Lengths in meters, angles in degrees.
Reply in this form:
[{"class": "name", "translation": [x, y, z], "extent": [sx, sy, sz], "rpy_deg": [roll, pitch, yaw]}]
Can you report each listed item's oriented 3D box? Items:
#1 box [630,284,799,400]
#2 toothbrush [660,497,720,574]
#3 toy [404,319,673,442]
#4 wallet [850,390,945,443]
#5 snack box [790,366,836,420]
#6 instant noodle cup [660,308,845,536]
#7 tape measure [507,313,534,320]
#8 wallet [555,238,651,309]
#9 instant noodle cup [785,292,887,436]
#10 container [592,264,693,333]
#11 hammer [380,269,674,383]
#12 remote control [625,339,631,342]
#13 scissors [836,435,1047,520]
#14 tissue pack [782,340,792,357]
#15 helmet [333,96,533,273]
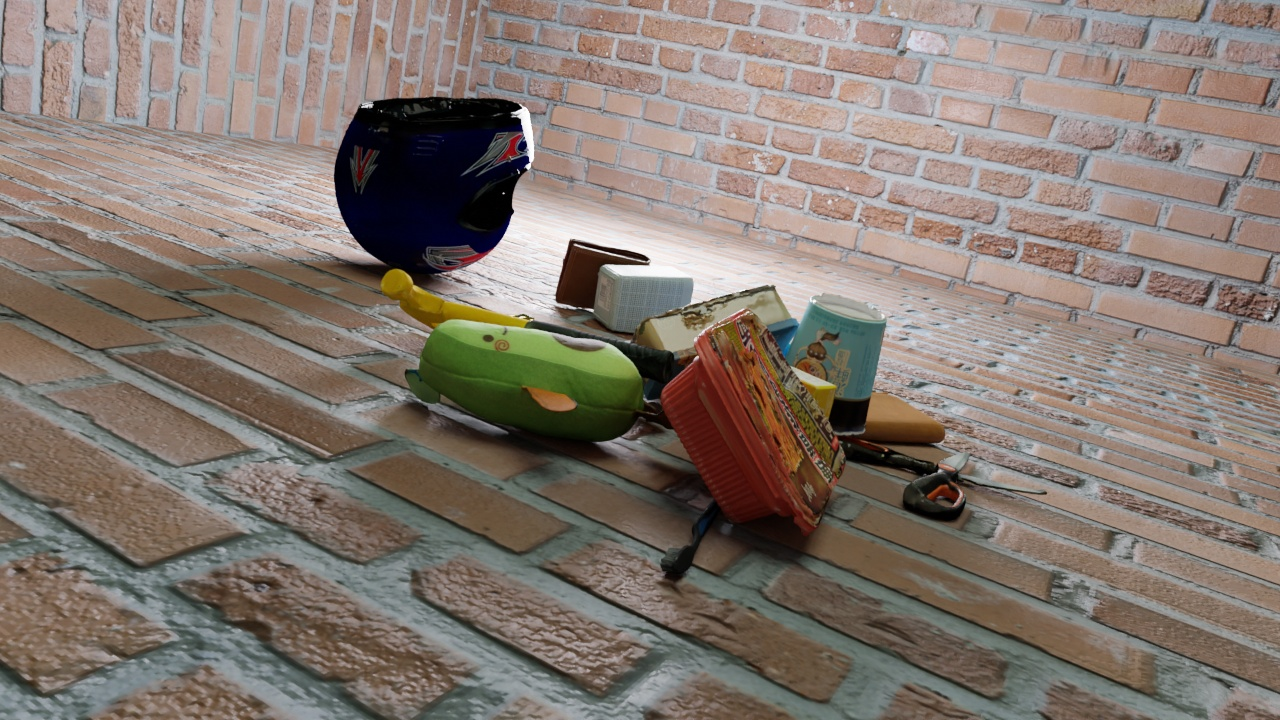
[{"class": "box", "translation": [0.080, -0.021, 0.964], "extent": [0.184, 0.090, 0.061], "rpy_deg": [-15, 66, -19]}, {"class": "toothbrush", "translation": [0.045, 0.117, 0.666], "extent": [0.016, 0.014, 0.189], "rpy_deg": [-9, 7, 18]}, {"class": "toy", "translation": [-0.075, 0.020, 0.789], "extent": [0.246, 0.090, 0.227], "rpy_deg": [13, 4, -14]}, {"class": "wallet", "translation": [0.258, 0.061, 1.030], "extent": [0.131, 0.031, 0.108], "rpy_deg": [5, 19, -28]}, {"class": "snack box", "translation": [0.114, 0.042, 0.864], "extent": [0.033, 0.087, 0.140], "rpy_deg": [-2, 19, -42]}, {"class": "instant noodle cup", "translation": [0.086, 0.050, 0.716], "extent": [0.079, 0.164, 0.188], "rpy_deg": [-30, -2, 20]}, {"class": "tape measure", "translation": [-0.142, -0.040, 1.092], "extent": [0.060, 0.029, 0.057], "rpy_deg": [22, 18, 35]}, {"class": "wallet", "translation": [-0.055, -0.117, 1.327], "extent": [0.124, 0.101, 0.032], "rpy_deg": [10, 34, -16]}, {"class": "instant noodle cup", "translation": [0.193, 0.000, 0.931], "extent": [0.111, 0.121, 0.111], "rpy_deg": [11, 19, -4]}, {"class": "container", "translation": [0.001, -0.084, 1.271], "extent": [0.111, 0.090, 0.090], "rpy_deg": [2, 17, -24]}, {"class": "hammer", "translation": [-0.109, -0.027, 0.920], "extent": [0.301, 0.032, 0.129], "rpy_deg": [14, -15, 20]}, {"class": "remote control", "translation": [0.040, 0.001, 1.105], "extent": [0.136, 0.020, 0.055], "rpy_deg": [18, 16, 23]}, {"class": "scissors", "translation": [0.281, 0.106, 0.889], "extent": [0.235, 0.022, 0.220], "rpy_deg": [14, 14, 12]}, {"class": "tissue pack", "translation": [0.162, -0.007, 1.138], "extent": [0.157, 0.052, 0.095], "rpy_deg": [16, 7, -13]}, {"class": "helmet", "translation": [-0.293, -0.254, 1.346], "extent": [0.247, 0.241, 0.314], "rpy_deg": [19, 27, 26]}]
